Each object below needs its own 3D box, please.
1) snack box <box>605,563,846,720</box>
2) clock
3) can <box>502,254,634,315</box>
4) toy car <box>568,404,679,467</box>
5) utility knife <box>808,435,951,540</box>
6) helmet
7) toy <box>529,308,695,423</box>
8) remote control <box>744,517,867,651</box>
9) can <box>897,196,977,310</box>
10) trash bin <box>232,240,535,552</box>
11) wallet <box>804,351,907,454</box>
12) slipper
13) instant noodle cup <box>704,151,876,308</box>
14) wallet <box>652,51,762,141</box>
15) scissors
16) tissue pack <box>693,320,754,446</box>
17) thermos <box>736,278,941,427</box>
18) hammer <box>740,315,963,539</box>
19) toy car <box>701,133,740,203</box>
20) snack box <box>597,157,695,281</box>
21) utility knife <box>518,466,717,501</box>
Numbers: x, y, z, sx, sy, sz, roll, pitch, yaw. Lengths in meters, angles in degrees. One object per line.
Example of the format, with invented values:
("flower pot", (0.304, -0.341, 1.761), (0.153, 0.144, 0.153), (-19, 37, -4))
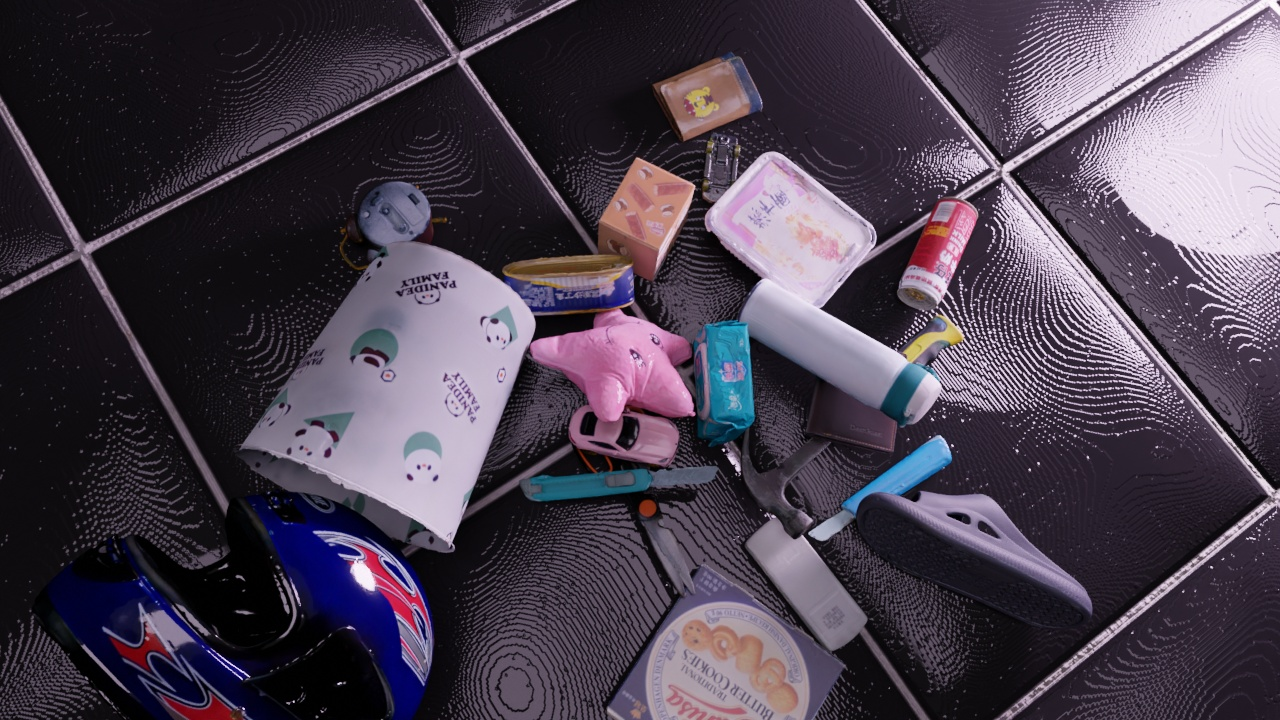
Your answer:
("snack box", (0.088, 0.337, 0.948), (0.178, 0.046, 0.182), (34, 73, 7))
("clock", (-0.292, -0.152, 1.062), (0.121, 0.055, 0.082), (-39, 80, -13))
("can", (-0.080, -0.086, 1.041), (0.148, 0.074, 0.049), (-4, 112, -3))
("toy car", (-0.018, 0.079, 0.993), (0.122, 0.037, 0.056), (10, 72, 12))
("utility knife", (0.270, 0.147, 1.031), (0.194, 0.018, 0.034), (-31, 66, -12))
("helmet", (-0.327, 0.235, 0.824), (0.239, 0.248, 0.315), (-45, 120, -24))
("toy", (-0.006, 0.006, 1.000), (0.178, 0.075, 0.194), (38, 37, 18))
("remote control", (0.179, 0.240, 0.995), (0.058, 0.021, 0.150), (-34, 78, -16))
("can", (0.356, -0.128, 1.100), (0.053, 0.053, 0.132), (27, 73, 4))
("trash bin", (-0.239, 0.034, 0.931), (0.229, 0.230, 0.251), (23, 68, 3))
("wallet", (0.241, 0.038, 1.023), (0.096, 0.020, 0.122), (12, 66, 8))
("slipper", (0.357, 0.199, 0.987), (0.268, 0.111, 0.083), (27, 57, -1))
("instant noodle cup", (0.173, -0.146, 1.091), (0.173, 0.060, 0.137), (40, 75, 9))
("wallet", (0.084, -0.333, 1.156), (0.115, 0.033, 0.090), (-24, 77, -7))
("scissors", (-0.010, 0.156, 0.993), (0.143, 0.022, 0.234), (-6, 68, 6))
("tissue pack", (0.090, 0.027, 1.016), (0.050, 0.093, 0.133), (0, 73, -8))
("thermos", (0.215, -0.009, 0.997), (0.224, 0.073, 0.073), (32, 73, 21))
("hammer", (0.242, 0.053, 1.043), (0.322, 0.032, 0.126), (-39, 69, -16))
("toy car", (0.097, -0.232, 1.123), (0.042, 0.035, 0.090), (7, 73, -1))
("snack box", (0.005, -0.162, 1.066), (0.077, 0.093, 0.094), (27, 73, 4))
("utility knife", (-0.027, 0.129, 0.984), (0.223, 0.013, 0.029), (-7, 80, 14))
